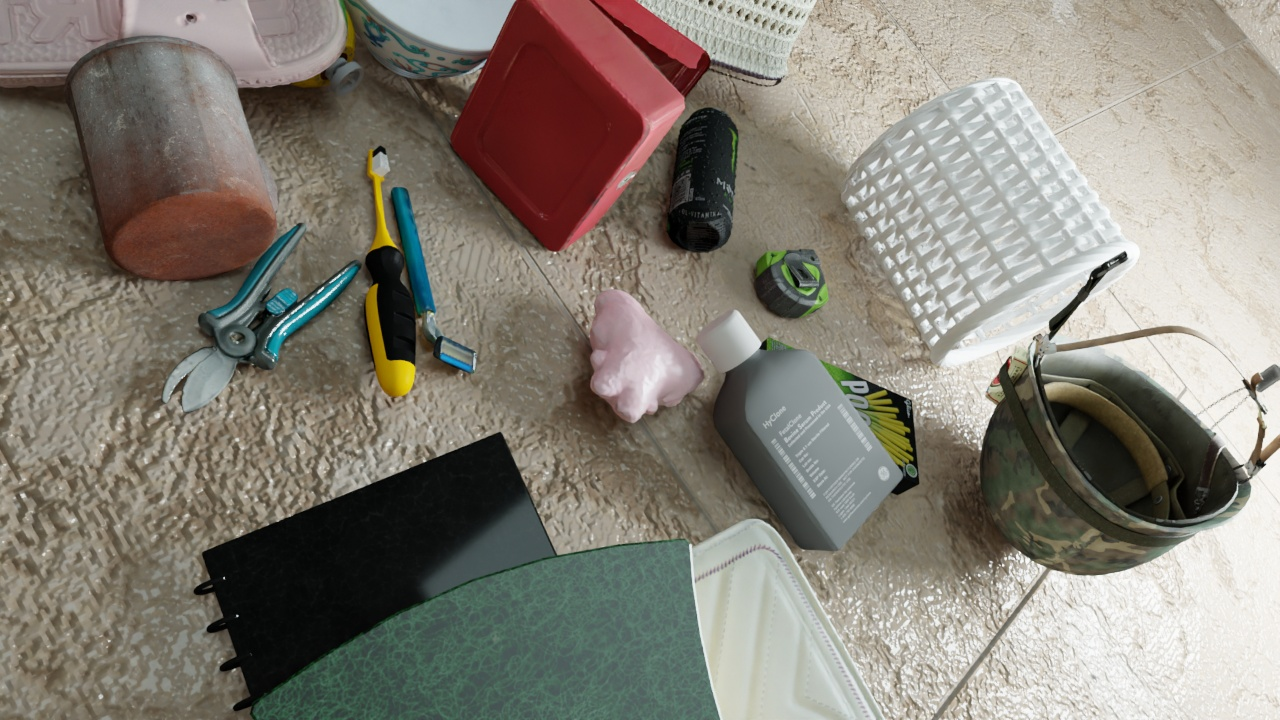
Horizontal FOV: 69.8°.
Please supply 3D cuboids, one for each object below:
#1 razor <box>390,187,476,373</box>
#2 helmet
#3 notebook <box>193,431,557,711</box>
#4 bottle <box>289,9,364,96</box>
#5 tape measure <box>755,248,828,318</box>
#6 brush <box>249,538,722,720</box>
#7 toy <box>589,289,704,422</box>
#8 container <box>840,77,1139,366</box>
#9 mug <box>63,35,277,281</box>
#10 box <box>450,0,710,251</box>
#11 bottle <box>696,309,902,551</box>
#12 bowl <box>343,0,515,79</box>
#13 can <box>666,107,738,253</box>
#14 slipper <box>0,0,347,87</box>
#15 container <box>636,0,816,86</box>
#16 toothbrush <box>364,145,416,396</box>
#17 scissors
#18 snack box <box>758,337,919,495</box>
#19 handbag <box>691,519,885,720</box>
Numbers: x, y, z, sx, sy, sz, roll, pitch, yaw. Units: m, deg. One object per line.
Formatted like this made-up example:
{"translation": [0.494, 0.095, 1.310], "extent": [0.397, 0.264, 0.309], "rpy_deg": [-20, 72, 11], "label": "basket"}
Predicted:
{"translation": [-0.144, -0.055, 0.605], "extent": [0.042, 0.022, 0.143], "rpy_deg": [36, 28, -63], "label": "razor"}
{"translation": [0.381, 0.054, 0.734], "extent": [0.193, 0.237, 0.223], "rpy_deg": [31, 51, 6], "label": "helmet"}
{"translation": [-0.101, 0.170, 0.452], "extent": [0.169, 0.019, 0.231], "rpy_deg": [-22, 74, -18], "label": "notebook"}
{"translation": [-0.254, -0.245, 0.617], "extent": [0.164, 0.071, 0.070], "rpy_deg": [45, 48, -1], "label": "bottle"}
{"translation": [0.131, -0.068, 0.781], "extent": [0.065, 0.036, 0.058], "rpy_deg": [-7, 67, -37], "label": "tape measure"}
{"translation": [-0.033, 0.218, 0.394], "extent": [0.194, 0.075, 0.250], "rpy_deg": [-17, 73, -18], "label": "brush"}
{"translation": [-0.004, 0.004, 0.634], "extent": [0.099, 0.053, 0.095], "rpy_deg": [42, 40, -10], "label": "toy"}
{"translation": [0.306, -0.120, 0.827], "extent": [0.188, 0.190, 0.186], "rpy_deg": [-11, 67, -38], "label": "container"}
{"translation": [-0.255, -0.108, 0.528], "extent": [0.122, 0.096, 0.110], "rpy_deg": [15, 54, -63], "label": "mug"}
{"translation": [-0.052, -0.174, 0.650], "extent": [0.135, 0.158, 0.117], "rpy_deg": [35, 53, -8], "label": "box"}
{"translation": [0.103, 0.043, 0.652], "extent": [0.083, 0.046, 0.174], "rpy_deg": [-41, 99, -25], "label": "bottle"}
{"translation": [-0.164, -0.260, 0.683], "extent": [0.144, 0.074, 0.143], "rpy_deg": [17, 54, -24], "label": "bowl"}
{"translation": [0.054, -0.153, 0.772], "extent": [0.054, 0.054, 0.137], "rpy_deg": [23, 51, -20], "label": "can"}
{"translation": [-0.294, -0.209, 0.526], "extent": [0.239, 0.064, 0.094], "rpy_deg": [-9, 82, -17], "label": "slipper"}
{"translation": [0.050, -0.366, 0.845], "extent": [0.251, 0.144, 0.184], "rpy_deg": [9, 43, -29], "label": "container"}
{"translation": [-0.165, -0.063, 0.591], "extent": [0.031, 0.031, 0.196], "rpy_deg": [27, 40, -50], "label": "toothbrush"}
{"translation": [-0.217, -0.027, 0.539], "extent": [0.150, 0.019, 0.130], "rpy_deg": [-5, 64, -36], "label": "scissors"}
{"translation": [0.155, 0.045, 0.732], "extent": [0.147, 0.025, 0.080], "rpy_deg": [22, 52, -20], "label": "snack box"}
{"translation": [0.049, 0.209, 0.516], "extent": [0.141, 0.096, 0.198], "rpy_deg": [-22, 75, -23], "label": "handbag"}
